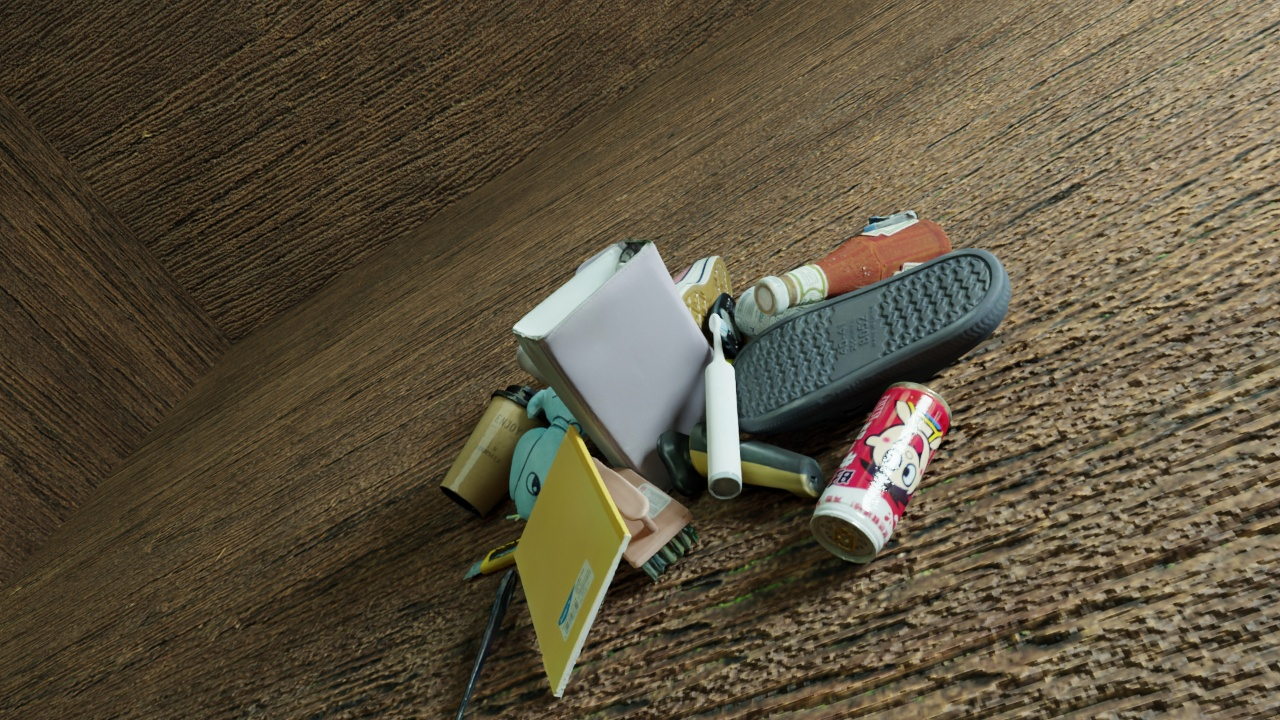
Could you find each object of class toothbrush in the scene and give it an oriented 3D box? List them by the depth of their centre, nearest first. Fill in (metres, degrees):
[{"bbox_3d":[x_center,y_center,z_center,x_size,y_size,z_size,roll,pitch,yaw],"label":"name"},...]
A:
[{"bbox_3d":[-0.136,0.251,0.778,0.018,0.015,0.180,-32,26,36],"label":"toothbrush"},{"bbox_3d":[0.069,0.028,0.788,0.027,0.026,0.220,-41,28,30],"label":"toothbrush"}]

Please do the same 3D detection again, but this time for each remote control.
[{"bbox_3d":[0.091,-0.036,0.978,0.024,0.053,0.136,-28,13,18],"label":"remote control"}]

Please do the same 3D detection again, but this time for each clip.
[{"bbox_3d":[0.274,-0.148,0.996,0.058,0.027,0.044,-18,21,36],"label":"clip"}]

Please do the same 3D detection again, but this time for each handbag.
[{"bbox_3d":[-0.005,0.005,0.859,0.144,0.197,0.098,-40,24,-13],"label":"handbag"}]

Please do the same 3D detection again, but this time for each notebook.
[{"bbox_3d":[-0.064,0.157,0.772,0.146,0.010,0.206,-67,22,12],"label":"notebook"}]

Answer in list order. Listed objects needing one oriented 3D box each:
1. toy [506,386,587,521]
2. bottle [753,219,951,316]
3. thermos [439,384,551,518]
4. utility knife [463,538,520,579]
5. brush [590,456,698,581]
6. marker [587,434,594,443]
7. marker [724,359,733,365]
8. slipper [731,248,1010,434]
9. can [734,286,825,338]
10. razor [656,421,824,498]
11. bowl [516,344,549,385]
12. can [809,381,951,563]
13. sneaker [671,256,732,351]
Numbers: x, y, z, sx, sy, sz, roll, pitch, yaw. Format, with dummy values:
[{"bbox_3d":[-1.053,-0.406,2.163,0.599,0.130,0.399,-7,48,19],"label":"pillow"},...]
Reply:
[{"bbox_3d":[-0.092,0.096,0.951,0.156,0.049,0.161,-52,42,6],"label":"toy"},{"bbox_3d":[0.193,-0.081,0.835,0.205,0.060,0.060,-18,14,-27],"label":"bottle"},{"bbox_3d":[-0.159,0.102,1.033,0.093,0.093,0.143,0,48,54],"label":"thermos"},{"bbox_3d":[-0.104,0.178,0.891,0.178,0.015,0.033,-26,25,21],"label":"utility knife"},{"bbox_3d":[-0.013,0.125,0.789,0.063,0.073,0.146,-41,27,-11],"label":"brush"},{"bbox_3d":[-0.011,0.049,1.020,0.123,0.015,0.018,-42,27,-22],"label":"marker"},{"bbox_3d":[0.117,0.006,0.927,0.124,0.015,0.018,-2,30,48],"label":"marker"},{"bbox_3d":[0.184,0.004,0.749,0.269,0.083,0.110,-27,37,37],"label":"slipper"},{"bbox_3d":[0.151,-0.037,0.905,0.058,0.058,0.147,-40,23,-10],"label":"can"},{"bbox_3d":[0.083,0.091,0.770,0.168,0.062,0.067,6,76,50],"label":"razor"},{"bbox_3d":[-0.088,-0.003,1.144,0.118,0.118,0.064,-36,60,-2],"label":"bowl"},{"bbox_3d":[0.172,0.078,0.654,0.053,0.053,0.132,-6,36,50],"label":"can"},{"bbox_3d":[0.039,-0.053,1.030,0.088,0.118,0.240,-14,19,22],"label":"sneaker"}]
